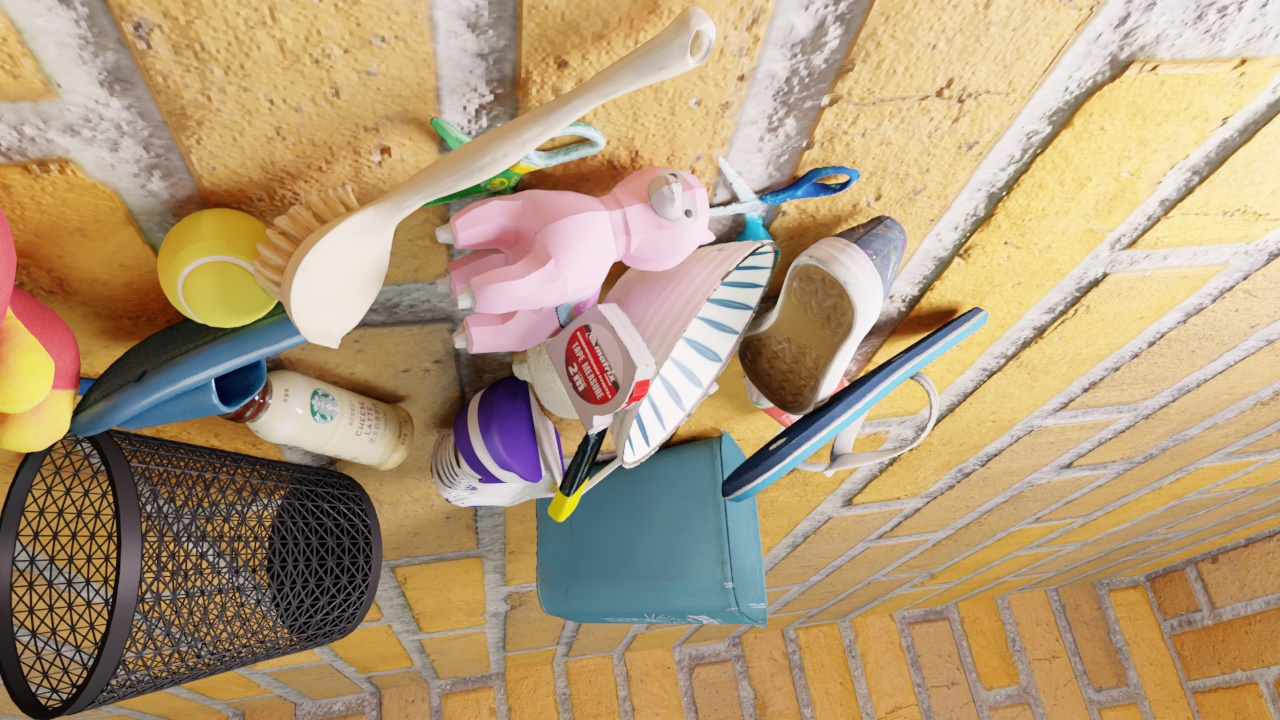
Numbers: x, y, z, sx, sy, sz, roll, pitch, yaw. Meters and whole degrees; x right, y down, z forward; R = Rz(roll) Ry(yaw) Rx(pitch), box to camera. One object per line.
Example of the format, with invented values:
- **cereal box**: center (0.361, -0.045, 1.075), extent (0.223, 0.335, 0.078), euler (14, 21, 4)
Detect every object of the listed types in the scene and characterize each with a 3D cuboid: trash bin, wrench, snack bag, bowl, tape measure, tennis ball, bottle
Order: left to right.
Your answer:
- **trash bin**: center (-0.371, 0.171, 0.783), extent (0.217, 0.216, 0.242), euler (-26, 158, 30)
- **tennis ball**: center (-0.229, -0.051, 0.505), extent (0.065, 0.065, 0.065), euler (-8, 156, -4)
- **bottle**: center (-0.251, 0.044, 0.714), extent (0.057, 0.056, 0.162), euler (-22, 153, 24)
- **tape measure**: center (-0.022, 0.003, 0.537), extent (0.020, 0.060, 0.062), euler (-11, 158, -47)
- **wrench**: center (-0.016, 0.086, 0.810), extent (0.047, 0.009, 0.274), euler (-35, 175, -42)
- **trash bin**: center (0.013, 0.201, 1.018), extent (0.219, 0.199, 0.196), euler (-10, 156, 15)
- **bowl**: center (0.015, -0.020, 0.615), extent (0.177, 0.071, 0.177), euler (-51, 165, -19)
- **snack bag**: center (0.154, 0.031, 0.869), extent (0.077, 0.036, 0.116), euler (-21, 154, 21)

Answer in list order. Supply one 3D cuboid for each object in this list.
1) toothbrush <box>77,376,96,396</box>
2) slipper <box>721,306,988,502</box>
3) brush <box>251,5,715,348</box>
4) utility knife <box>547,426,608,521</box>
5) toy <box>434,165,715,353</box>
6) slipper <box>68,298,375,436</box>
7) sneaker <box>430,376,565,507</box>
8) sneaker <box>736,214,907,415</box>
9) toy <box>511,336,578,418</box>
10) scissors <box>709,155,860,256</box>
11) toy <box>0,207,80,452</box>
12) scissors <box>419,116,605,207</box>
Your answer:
- **toothbrush**: center (-0.370, 0.019, 0.664), extent (0.189, 0.016, 0.017), euler (7, 143, -33)
- **slipper**: center (0.183, 0.047, 0.743), extent (0.294, 0.060, 0.118), euler (-31, 179, -24)
- **brush**: center (-0.083, -0.095, 0.457), extent (0.273, 0.077, 0.062), euler (-29, 173, 17)
- **utility knife**: center (-0.047, 0.083, 0.772), extent (0.028, 0.020, 0.204), euler (-44, 168, -37)
- **toy**: center (-0.038, -0.061, 0.537), extent (0.157, 0.067, 0.123), euler (-15, 163, -17)
- **slipper**: center (-0.258, 0.002, 0.568), extent (0.214, 0.103, 0.059), euler (-21, 113, 9)
- **sneaker**: center (-0.140, 0.080, 0.803), extent (0.111, 0.091, 0.244), euler (-11, 162, 3)
- **sneaker**: center (0.140, -0.029, 0.693), extent (0.079, 0.087, 0.236), euler (-37, 167, -19)
- **toy**: center (-0.058, 0.009, 0.687), extent (0.112, 0.050, 0.087), euler (20, 135, 33)
- **scissors**: center (0.079, -0.100, 0.585), extent (0.134, 0.014, 0.127), euler (-16, 151, 23)
- **toy**: center (-0.362, -0.032, 0.453), extent (0.147, 0.098, 0.217), euler (13, 151, -8)
- **scissors**: center (-0.076, -0.104, 0.515), extent (0.132, 0.011, 0.125), euler (-20, 155, 16)
